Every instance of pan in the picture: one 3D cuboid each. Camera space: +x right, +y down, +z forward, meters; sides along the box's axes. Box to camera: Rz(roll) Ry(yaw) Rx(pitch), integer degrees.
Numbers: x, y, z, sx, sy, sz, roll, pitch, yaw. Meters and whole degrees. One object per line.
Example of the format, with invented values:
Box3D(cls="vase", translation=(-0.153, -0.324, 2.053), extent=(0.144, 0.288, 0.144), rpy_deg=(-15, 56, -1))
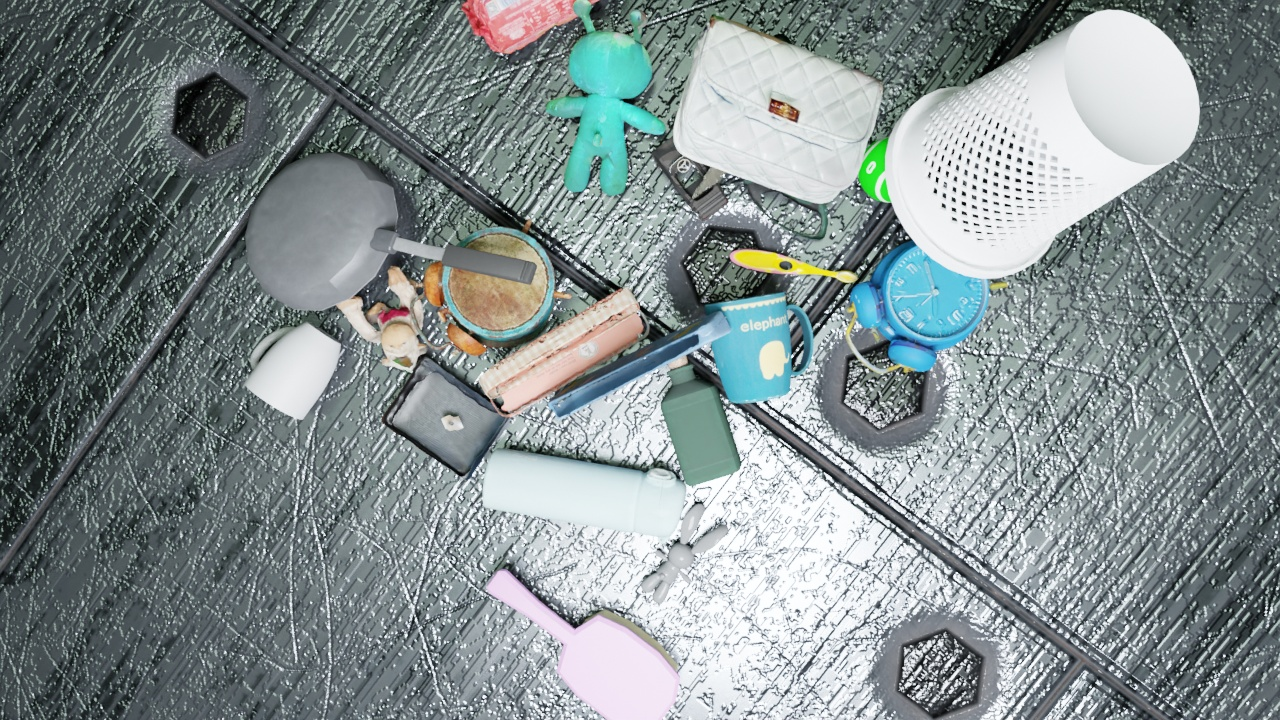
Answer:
Box3D(cls="pan", translation=(-0.263, -0.123, 0.931), extent=(0.358, 0.041, 0.178), rpy_deg=(14, 79, 23))

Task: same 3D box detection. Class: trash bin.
Box3D(cls="trash bin", translation=(0.358, -0.195, 0.814), extent=(0.195, 0.200, 0.195), rpy_deg=(4, 77, -17))

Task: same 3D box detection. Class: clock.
Box3D(cls="clock", translation=(0.280, -0.054, 0.925), extent=(0.161, 0.060, 0.117), rpy_deg=(-43, 87, 1))
Box3D(cls="clock", translation=(-0.163, -0.068, 0.962), extent=(0.157, 0.073, 0.121), rpy_deg=(-28, 88, -6))

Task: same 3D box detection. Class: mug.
Box3D(cls="mug", translation=(0.127, -0.015, 0.938), extent=(0.112, 0.084, 0.104), rpy_deg=(-10, 94, -23))
Box3D(cls="mug", translation=(-0.380, -0.002, 0.995), extent=(0.107, 0.071, 0.089), rpy_deg=(32, 84, 32))

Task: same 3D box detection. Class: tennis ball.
Box3D(cls="tennis ball", translation=(0.253, -0.192, 0.925), extent=(0.065, 0.065, 0.065), rpy_deg=(0, 91, 5))

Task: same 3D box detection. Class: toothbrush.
Box3D(cls="toothbrush", translation=(0.160, -0.098, 0.959), extent=(0.135, 0.016, 0.021), rpy_deg=(11, 96, 5))

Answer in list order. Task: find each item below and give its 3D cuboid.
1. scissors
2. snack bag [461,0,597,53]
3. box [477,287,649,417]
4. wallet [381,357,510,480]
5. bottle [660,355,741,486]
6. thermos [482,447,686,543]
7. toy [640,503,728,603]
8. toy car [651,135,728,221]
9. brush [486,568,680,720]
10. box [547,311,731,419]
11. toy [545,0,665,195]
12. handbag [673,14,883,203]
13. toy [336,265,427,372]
Box3D(cls="scissors", translation=(0.136, -0.231, 0.953), extent=(0.201, 0.015, 0.202), rpy_deg=(32, 84, -8))
Box3D(cls="snack bag", translation=(-0.100, -0.386, 0.954), extent=(0.176, 0.082, 0.082), rpy_deg=(-26, 88, 5))
Box3D(cls="box", translation=(-0.079, -0.007, 0.955), extent=(0.187, 0.085, 0.048), rpy_deg=(-31, 63, -1))
Box3D(cls="wallet", translation=(-0.209, 0.063, 0.992), extent=(0.115, 0.026, 0.089), rpy_deg=(35, 93, 3))
Box3D(cls="bottle", translation=(0.057, 0.058, 0.949), extent=(0.061, 0.061, 0.131), rpy_deg=(-18, 89, 8))
Box3D(cls="thermos", translation=(-0.057, 0.138, 0.959), extent=(0.207, 0.065, 0.078), rpy_deg=(8, 110, 6))
Box3D(cls="toy", translation=(0.043, 0.206, 0.968), extent=(0.049, 0.030, 0.112), rpy_deg=(40, 99, 18))
Box3D(cls="toy car", translation=(0.052, -0.192, 0.958), extent=(0.040, 0.037, 0.092), rpy_deg=(-36, 87, 5))
Box3D(cls="brush", translation=(-0.063, 0.296, 0.972), extent=(0.228, 0.043, 0.089), rpy_deg=(36, 94, 4))
Box3D(cls="box", translation=(-0.007, 0.003, 0.919), extent=(0.210, 0.065, 0.037), rpy_deg=(-28, 91, 30))
Box3D(cls="toy", translation=(-0.037, -0.270, 0.954), extent=(0.131, 0.072, 0.193), rpy_deg=(8, 101, 5))
Box3D(cls="handbag", translation=(0.137, -0.248, 0.909), extent=(0.195, 0.072, 0.138), rpy_deg=(17, 84, -10))
Box3D(cls="toy", translation=(-0.267, -0.034, 0.971), extent=(0.085, 0.074, 0.106), rpy_deg=(-21, 79, 0))
